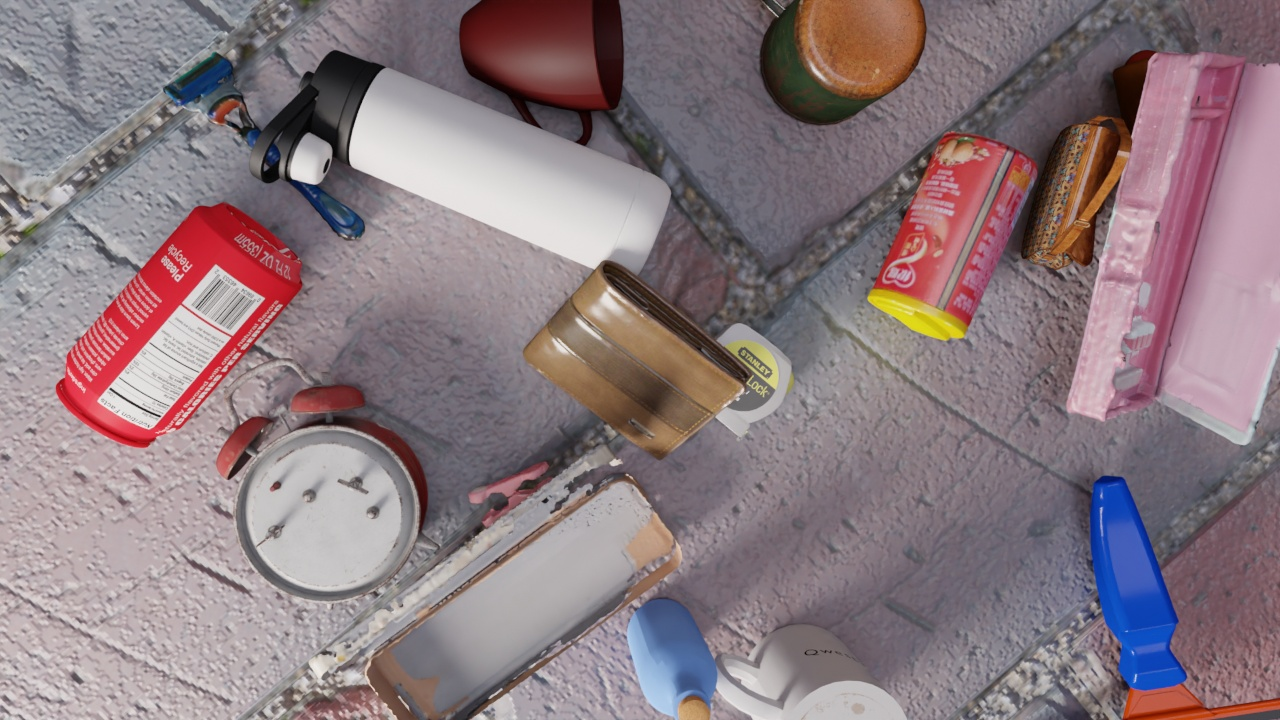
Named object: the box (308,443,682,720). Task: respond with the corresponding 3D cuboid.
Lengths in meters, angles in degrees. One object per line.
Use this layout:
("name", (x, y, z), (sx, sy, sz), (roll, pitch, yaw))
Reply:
("box", (-0.082, 0.149, 0.573), (0.217, 0.095, 0.115), (-36, 101, -3))

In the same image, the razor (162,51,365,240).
("razor", (-0.228, -0.126, 0.573), (0.141, 0.018, 0.043), (46, 64, -10))

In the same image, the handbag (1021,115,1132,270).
("handbag", (0.271, -0.106, 0.545), (0.043, 0.195, 0.093), (17, 95, 14))

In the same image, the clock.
("clock", (-0.201, 0.075, 0.570), (0.110, 0.062, 0.157), (-29, 97, -3))

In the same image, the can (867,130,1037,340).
("can", (0.204, -0.081, 0.603), (0.066, 0.067, 0.124), (24, 91, -8))

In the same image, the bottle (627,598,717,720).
("bottle", (0.022, 0.191, 0.569), (0.048, 0.131, 0.048), (0, 94, -7))

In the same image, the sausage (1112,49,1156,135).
("sausage", (0.360, -0.136, 0.632), (0.040, 0.040, 0.155), (-17, 97, -5))

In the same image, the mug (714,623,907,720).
("mug", (0.101, 0.223, 0.598), (0.119, 0.096, 0.083), (24, 91, -8))

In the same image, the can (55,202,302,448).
("can", (-0.272, -0.022, 0.547), (0.074, 0.074, 0.142), (41, 89, -8))

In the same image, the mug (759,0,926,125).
("mug", (0.116, -0.207, 0.575), (0.111, 0.081, 0.085), (41, 89, -8))

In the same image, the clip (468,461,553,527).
("clip", (-0.083, 0.092, 0.605), (0.060, 0.023, 0.044), (-7, 100, -5))

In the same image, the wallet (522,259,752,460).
("wallet", (-0.003, 0.003, 0.582), (0.121, 0.026, 0.099), (38, 130, -10))

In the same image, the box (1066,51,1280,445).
("box", (0.356, -0.067, 0.565), (0.099, 0.107, 0.233), (-10, 113, -39))

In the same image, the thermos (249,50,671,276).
("thermos", (-0.102, -0.108, 0.556), (0.230, 0.069, 0.101), (21, 60, -7))

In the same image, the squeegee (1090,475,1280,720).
("squeegee", (0.348, 0.170, 0.645), (0.250, 0.055, 0.185), (-14, 96, 12))

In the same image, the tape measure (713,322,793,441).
("tape measure", (0.066, 0.013, 0.619), (0.064, 0.017, 0.065), (40, 89, -8))

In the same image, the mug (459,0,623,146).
("mug", (-0.060, -0.184, 0.566), (0.088, 0.086, 0.114), (0, 122, 11))
